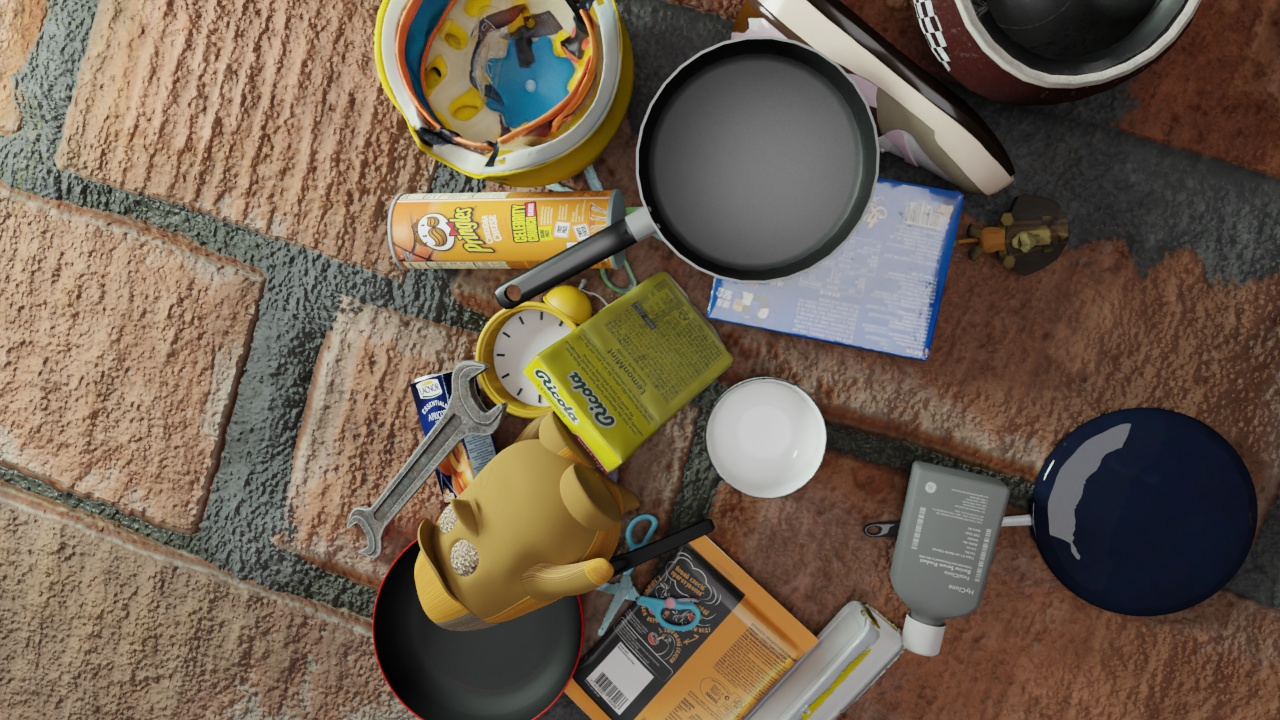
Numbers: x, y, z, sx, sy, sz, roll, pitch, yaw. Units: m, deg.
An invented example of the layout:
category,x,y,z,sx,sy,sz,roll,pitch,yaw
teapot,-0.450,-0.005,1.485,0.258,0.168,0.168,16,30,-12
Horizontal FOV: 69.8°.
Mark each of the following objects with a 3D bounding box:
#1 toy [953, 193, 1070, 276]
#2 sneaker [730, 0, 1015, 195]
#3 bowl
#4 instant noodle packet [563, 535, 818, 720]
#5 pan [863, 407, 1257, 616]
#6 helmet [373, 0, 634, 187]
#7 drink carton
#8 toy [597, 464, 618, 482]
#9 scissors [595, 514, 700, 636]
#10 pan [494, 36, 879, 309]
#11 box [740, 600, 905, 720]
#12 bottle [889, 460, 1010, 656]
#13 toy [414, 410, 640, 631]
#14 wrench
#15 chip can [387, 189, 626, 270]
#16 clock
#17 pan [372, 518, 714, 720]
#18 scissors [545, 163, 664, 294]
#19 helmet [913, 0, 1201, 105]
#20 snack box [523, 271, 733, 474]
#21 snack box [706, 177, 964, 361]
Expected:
category,x,y,z,sx,sy,sz,roll,pitch,yaw
toy,0.337,-0.113,0.841,0.100,0.062,0.076,-7,112,13
sneaker,0.198,-0.228,0.837,0.294,0.111,0.117,39,119,1
bowl,0.119,0.071,0.876,0.113,0.063,0.113,0,94,7
instant noodle packet,0.043,0.301,0.913,0.160,0.032,0.221,42,98,11
pan,0.395,0.151,0.872,0.357,0.021,0.199,-5,93,8
helmet,-0.112,-0.262,0.847,0.240,0.139,0.209,34,96,18
drink carton,-0.180,0.074,0.911,0.064,0.040,0.130,-14,92,43
toy,-0.050,0.088,0.910,0.080,0.036,0.100,16,98,-3
scissors,0.000,0.216,0.914,0.135,0.015,0.135,7,83,19
pan,0.032,-0.136,0.802,0.356,0.044,0.204,-27,97,9
box,0.166,0.328,0.882,0.079,0.080,0.209,41,96,5
bottle,0.281,0.190,0.862,0.084,0.046,0.174,12,97,10
toy,-0.119,0.157,0.822,0.203,0.198,0.162,-39,133,9
wrench,-0.215,0.104,0.899,0.070,0.010,0.274,49,118,12
chip can,-0.126,-0.124,0.879,0.215,0.075,0.075,1,94,10
clock,-0.090,-0.008,0.904,0.152,0.052,0.113,-27,90,12
pan,-0.092,0.231,0.908,0.356,0.067,0.209,-24,84,2
scissors,-0.039,-0.142,0.905,0.170,0.028,0.139,30,99,8
helmet,0.321,-0.321,0.728,0.234,0.253,0.234,-13,107,12
snack box,-0.005,0.005,0.851,0.180,0.045,0.121,-39,89,-36
snack box,0.176,-0.094,0.855,0.203,0.069,0.155,11,96,6
